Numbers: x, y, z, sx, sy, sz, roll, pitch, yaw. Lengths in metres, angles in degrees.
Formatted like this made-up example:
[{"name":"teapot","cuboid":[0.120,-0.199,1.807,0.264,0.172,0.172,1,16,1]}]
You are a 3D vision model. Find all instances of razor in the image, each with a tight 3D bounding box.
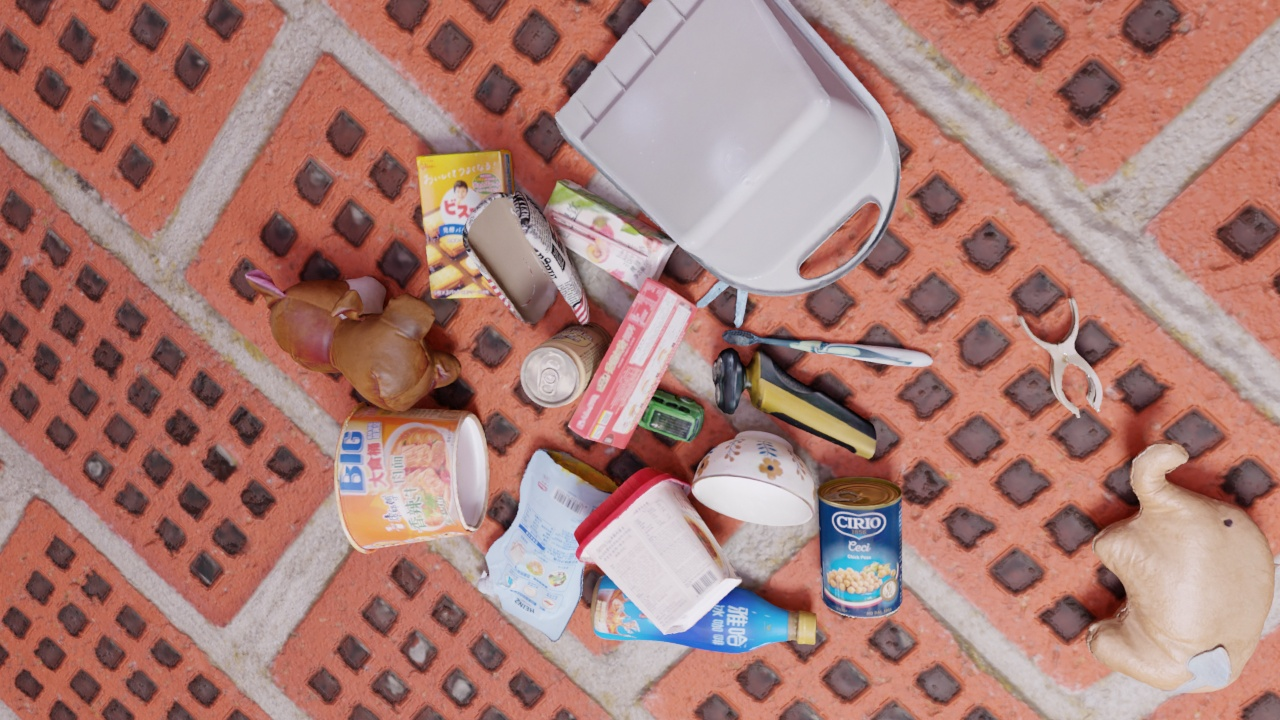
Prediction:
[{"name":"razor","cuboid":[0.140,0.043,0.844,0.167,0.062,0.067,27,77,1]}]

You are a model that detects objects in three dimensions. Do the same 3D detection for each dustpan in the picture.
[{"name":"dustpan","cuboid":[0.091,-0.187,0.803,0.223,0.142,0.257,-44,60,23]}]

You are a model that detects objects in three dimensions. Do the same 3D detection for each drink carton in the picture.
[{"name":"drink carton","cuboid":[-0.033,-0.116,0.852,0.122,0.045,0.054,31,109,6]}]

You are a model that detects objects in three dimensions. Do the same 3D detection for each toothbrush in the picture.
[{"name":"toothbrush","cuboid":[0.169,-0.011,0.841,0.192,0.018,0.016,7,104,13]}]

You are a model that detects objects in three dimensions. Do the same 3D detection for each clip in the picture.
[{"name":"clip","cuboid":[0.363,-0.001,0.787,0.072,0.034,0.100,-20,93,18]}]

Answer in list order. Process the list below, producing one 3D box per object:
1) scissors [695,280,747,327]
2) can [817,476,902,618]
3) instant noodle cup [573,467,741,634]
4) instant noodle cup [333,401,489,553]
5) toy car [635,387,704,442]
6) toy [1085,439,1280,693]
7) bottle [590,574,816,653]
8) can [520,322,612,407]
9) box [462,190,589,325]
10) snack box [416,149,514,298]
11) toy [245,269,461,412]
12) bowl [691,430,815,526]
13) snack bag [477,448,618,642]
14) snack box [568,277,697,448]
[{"name":"scissors","cuboid":[0.092,-0.098,0.842,0.135,0.017,0.113,-42,92,23]},{"name":"can","cuboid":[0.203,0.172,0.845,0.075,0.075,0.111,-1,103,14]},{"name":"instant noodle cup","cuboid":[0.020,0.180,0.851,0.117,0.116,0.124,-43,66,5]},{"name":"instant noodle cup","cuboid":[-0.218,0.113,0.906,0.111,0.151,0.151,-3,102,6]},{"name":"toy car","cuboid":[0.015,0.049,0.885,0.091,0.036,0.043,20,108,13]},{"name":"toy","cuboid":[0.461,0.173,0.778,0.143,0.082,0.226,0,100,5]},{"name":"bottle","cuboid":[0.062,0.253,0.905,0.219,0.065,0.065,3,104,13]},{"name":"can","cuboid":[-0.066,0.002,0.850,0.058,0.116,0.058,3,103,13]},{"name":"box","cuboid":[-0.088,-0.084,0.818,0.088,0.163,0.076,23,69,29]},{"name":"snack box","cuboid":[-0.164,-0.131,0.889,0.087,0.033,0.140,0,101,14]},{"name":"toy","cuboid":[-0.281,-0.031,0.899,0.200,0.130,0.140,13,144,22]},{"name":"bowl","cuboid":[0.109,0.104,0.849,0.113,0.114,0.062,12,63,11]},{"name":"snack bag","cuboid":[-0.095,0.190,0.945,0.110,0.038,0.191,26,109,1]},{"name":"snack box","cuboid":[-0.005,0.005,0.837,0.025,0.075,0.153,29,92,28]}]
